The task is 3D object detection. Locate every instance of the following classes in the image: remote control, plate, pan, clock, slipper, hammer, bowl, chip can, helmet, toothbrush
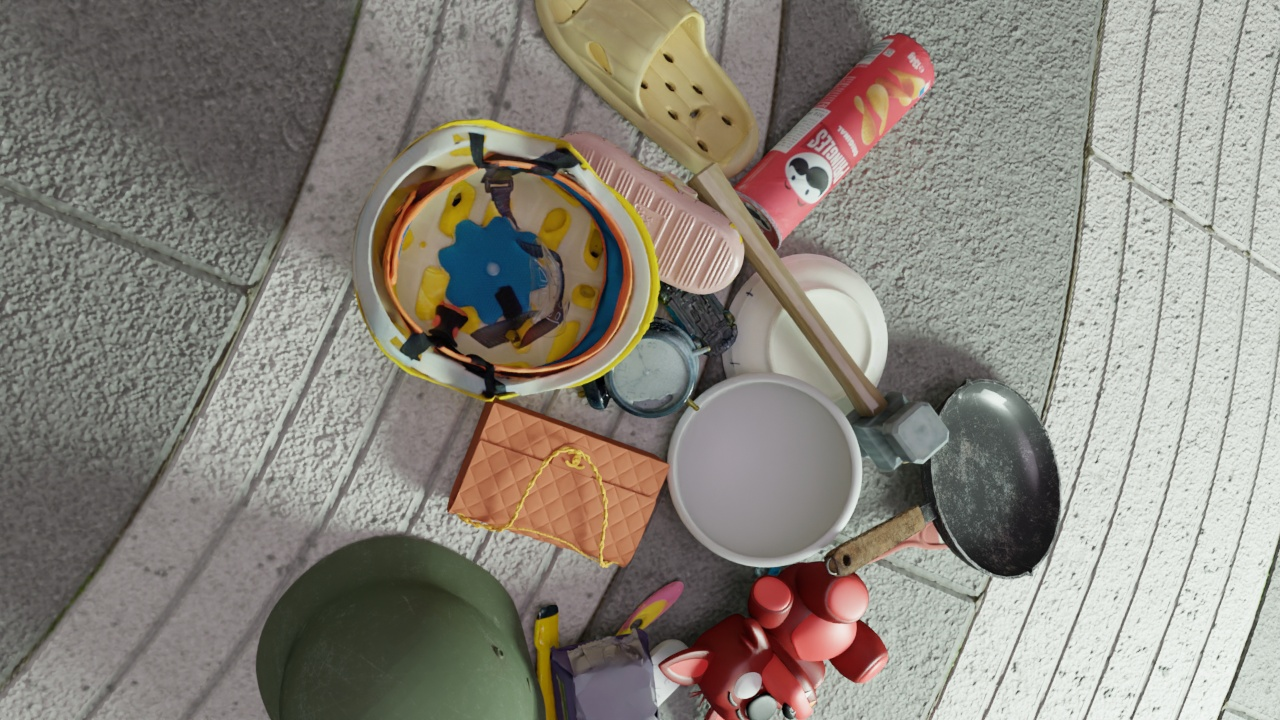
[{"bbox_3d":[-0.004,0.323,0.882,0.136,0.013,0.043,-41,105,-11],"label":"remote control"},{"bbox_3d":[0.170,-0.014,0.902,0.182,0.034,0.182,-1,94,-17],"label":"plate"},{"bbox_3d":[0.296,0.140,0.901,0.356,0.040,0.207,-16,88,-33],"label":"pan"},{"bbox_3d":[-0.005,0.005,0.831,0.129,0.052,0.090,9,104,2],"label":"clock"},{"bbox_3d":[0.005,-0.132,0.817,0.197,0.081,0.093,33,120,3],"label":"slipper"},{"bbox_3d":[0.150,-0.040,0.830,0.051,0.117,0.323,-38,95,-12],"label":"hammer"},{"bbox_3d":[0.116,0.101,0.860,0.177,0.066,0.176,-1,85,11],"label":"bowl"},{"bbox_3d":[0.014,-0.267,0.812,0.261,0.079,0.111,45,84,-16],"label":"slipper"},{"bbox_3d":[0.181,-0.210,0.872,0.232,0.073,0.073,-46,105,-11],"label":"chip can"},{"bbox_3d":[-0.119,-0.078,0.753,0.239,0.140,0.209,17,91,-26],"label":"helmet"},{"bbox_3d":[-0.184,0.288,0.746,0.226,0.154,0.268,-42,104,-10],"label":"helmet"},{"bbox_3d":[-0.010,0.258,0.876,0.135,0.016,0.021,-41,103,-13],"label":"toothbrush"}]

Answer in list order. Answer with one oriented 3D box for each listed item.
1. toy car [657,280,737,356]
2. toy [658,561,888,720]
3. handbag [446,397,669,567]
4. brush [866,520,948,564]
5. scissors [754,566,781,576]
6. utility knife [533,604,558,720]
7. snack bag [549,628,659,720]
[{"bbox_3d":[0.048,-0.051,0.860,0.048,0.032,0.105,-41,103,-12],"label":"toy car"},{"bbox_3d":[0.128,0.280,0.869,0.197,0.120,0.158,-32,128,-9],"label":"toy"},{"bbox_3d":[-0.073,0.114,0.823,0.171,0.060,0.109,21,91,-18],"label":"handbag"},{"bbox_3d":[0.286,0.180,0.955,0.172,0.030,0.041,-9,97,-18],"label":"brush"},{"bbox_3d":[0.147,0.158,0.921,0.083,0.015,0.140,38,84,-18],"label":"scissors"},{"bbox_3d":[-0.087,0.302,0.850,0.030,0.017,0.155,-5,95,-48],"label":"utility knife"},{"bbox_3d":[-0.025,0.353,0.839,0.096,0.058,0.205,-9,98,-18],"label":"snack bag"}]
